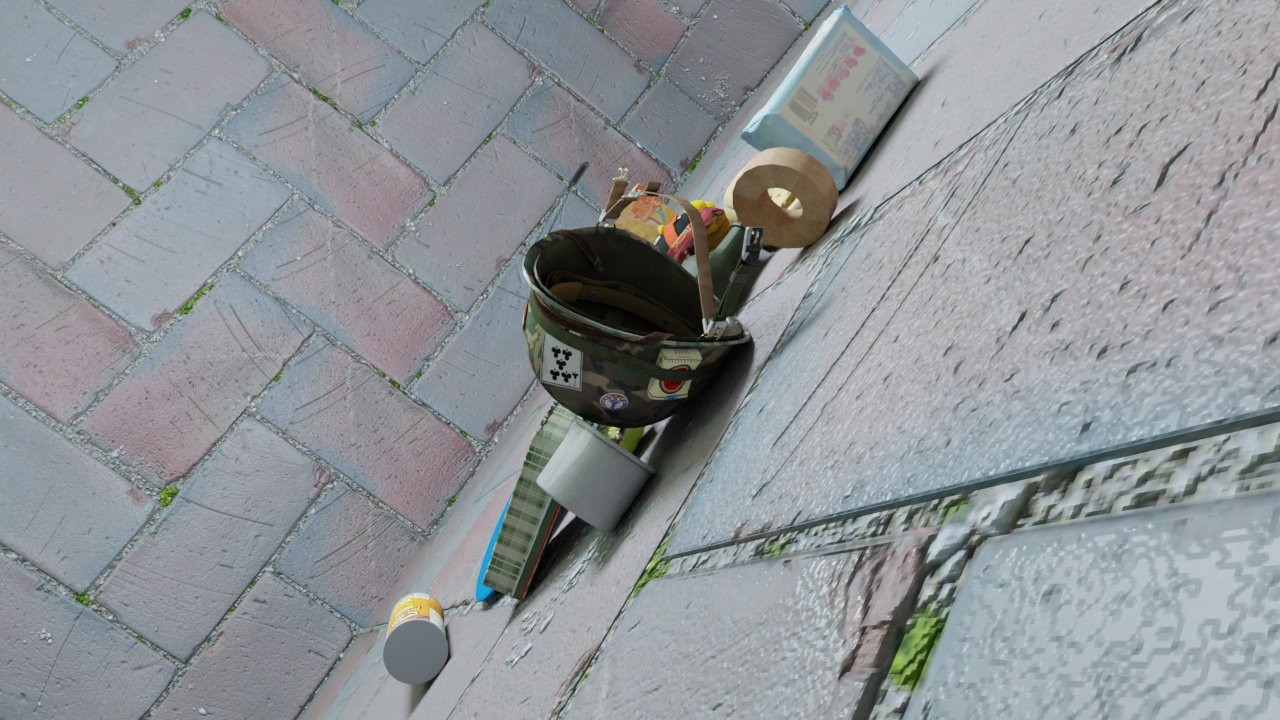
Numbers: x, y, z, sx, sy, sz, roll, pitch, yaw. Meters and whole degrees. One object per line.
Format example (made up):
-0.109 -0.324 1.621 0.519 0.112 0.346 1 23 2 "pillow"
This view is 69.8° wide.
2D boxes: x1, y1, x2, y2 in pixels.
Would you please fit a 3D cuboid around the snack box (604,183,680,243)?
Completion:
-0.010 -0.122 1.270 0.195 0.145 0.080 -53 7 1 "snack box"

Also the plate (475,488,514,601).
-0.143 0.195 1.136 0.225 0.024 0.224 -58 13 22 "plate"

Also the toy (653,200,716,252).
0.059 -0.135 1.167 0.119 0.099 0.097 -33 -2 18 "toy"

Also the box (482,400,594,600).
-0.098 0.134 0.931 0.117 0.050 0.206 -62 -5 -64 "box"

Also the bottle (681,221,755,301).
0.058 -0.060 0.977 0.206 0.071 0.071 -56 8 -16 "bottle"

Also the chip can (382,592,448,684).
-0.288 0.352 1.178 0.075 0.075 0.215 -54 7 -12 "chip can"

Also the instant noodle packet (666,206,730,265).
0.075 -0.112 1.065 0.098 0.040 0.135 -50 -30 -5 "instant noodle packet"

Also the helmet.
-0.003 -0.052 0.808 0.237 0.224 0.192 -53 50 16 "helmet"

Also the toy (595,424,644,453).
-0.028 0.085 0.949 0.092 0.046 0.115 -61 1 -16 "toy"

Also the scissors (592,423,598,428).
-0.033 0.053 1.007 0.134 0.012 0.134 6 -73 -63 "scissors"

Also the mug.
-0.039 0.100 0.807 0.070 0.084 0.113 -56 0 -5 "mug"

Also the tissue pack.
0.193 -0.258 0.922 0.181 0.112 0.070 -54 8 -16 "tissue pack"

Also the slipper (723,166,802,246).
0.146 -0.195 1.066 0.111 0.079 0.261 -49 7 2 "slipper"

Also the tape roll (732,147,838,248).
0.133 -0.149 0.849 0.094 0.094 0.027 -43 12 52 "tape roll"
